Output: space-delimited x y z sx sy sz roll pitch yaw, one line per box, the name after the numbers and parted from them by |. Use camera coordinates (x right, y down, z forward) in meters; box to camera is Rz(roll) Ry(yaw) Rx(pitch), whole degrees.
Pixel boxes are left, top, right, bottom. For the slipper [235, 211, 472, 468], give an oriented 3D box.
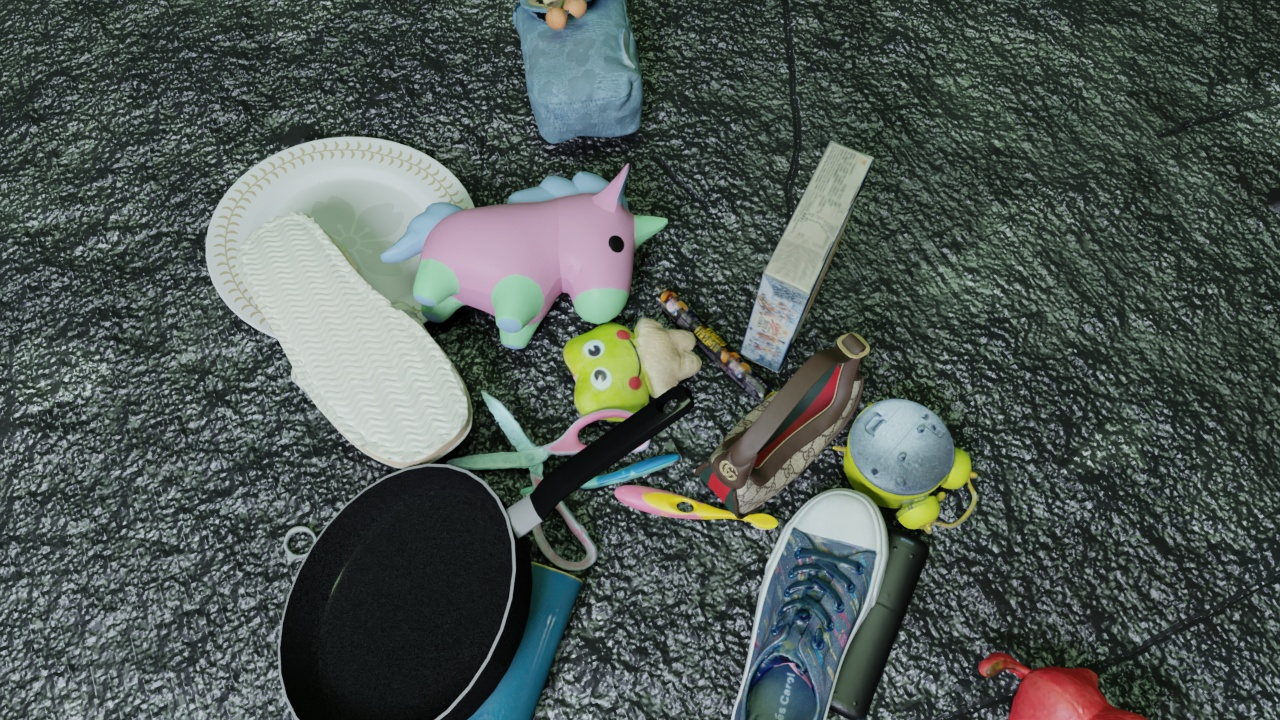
-0.240 -0.019 0.760 0.114 0.054 0.272 -38 70 -19 | slipper

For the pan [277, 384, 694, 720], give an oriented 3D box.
-0.105 0.131 0.646 0.356 0.044 0.204 -35 49 6 | pan

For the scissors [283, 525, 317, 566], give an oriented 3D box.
-0.225 0.174 0.729 0.141 0.014 0.174 11 67 9 | scissors

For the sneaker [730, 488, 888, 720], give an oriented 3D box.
0.117 0.195 0.670 0.087 0.079 0.235 14 67 23 | sneaker

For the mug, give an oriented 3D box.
-0.097 0.212 0.678 0.078 0.078 0.121 14 71 7 | mug

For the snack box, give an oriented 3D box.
0.137 -0.084 0.772 0.042 0.145 0.144 24 67 9 | snack box

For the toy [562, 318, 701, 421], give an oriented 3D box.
-0.005 0.005 0.789 0.117 0.043 0.092 -12 64 -7 | toy

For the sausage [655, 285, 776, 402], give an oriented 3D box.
0.065 -0.013 0.810 0.020 0.020 0.155 -39 70 -16 | sausage

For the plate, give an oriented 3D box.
-0.271 -0.112 0.850 0.242 0.016 0.242 3 60 -6 | plate

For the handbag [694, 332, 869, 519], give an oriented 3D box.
0.118 0.045 0.713 0.166 0.139 0.063 -35 71 -26 | handbag

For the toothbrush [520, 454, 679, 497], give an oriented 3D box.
-0.032 0.099 0.758 0.135 0.022 0.017 -13 75 -1 | toothbrush

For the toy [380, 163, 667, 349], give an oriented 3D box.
-0.101 -0.100 0.797 0.222 0.120 0.170 19 72 3 | toy

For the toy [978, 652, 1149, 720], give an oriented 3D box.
0.307 0.247 0.644 0.088 0.094 0.133 -41 69 -17 | toy

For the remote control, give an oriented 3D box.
0.181 0.200 0.707 0.041 0.020 0.151 24 70 11 | remote control

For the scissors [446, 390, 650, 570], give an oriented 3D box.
-0.075 0.097 0.745 0.170 0.014 0.168 -4 77 4 | scissors

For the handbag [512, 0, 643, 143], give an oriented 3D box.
-0.063 -0.311 0.898 0.122 0.119 0.191 -7 59 -3 | handbag

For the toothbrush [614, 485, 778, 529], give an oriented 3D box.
0.045 0.121 0.750 0.135 0.016 0.021 10 67 8 | toothbrush

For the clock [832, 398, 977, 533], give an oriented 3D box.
0.216 0.086 0.740 0.119 0.057 0.083 40 70 18 | clock
